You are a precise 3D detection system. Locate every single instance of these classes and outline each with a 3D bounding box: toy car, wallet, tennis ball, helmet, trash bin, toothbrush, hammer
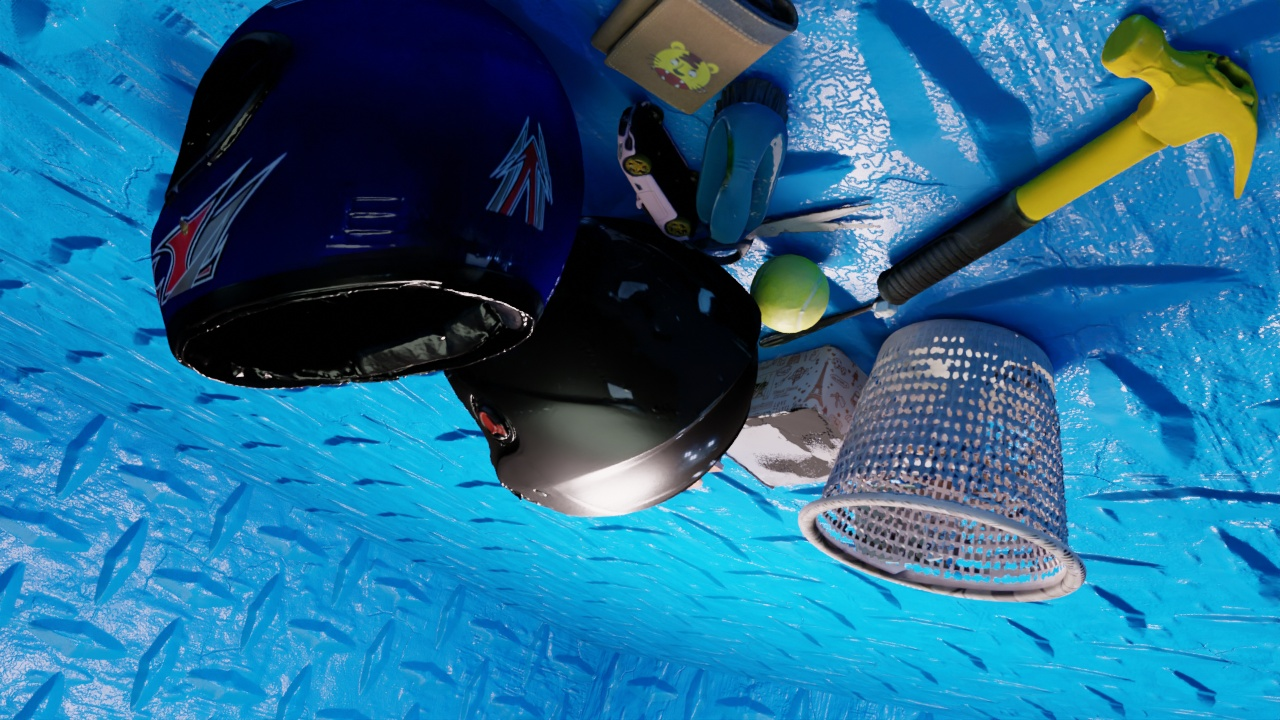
[{"bbox_3d":[0.013,-0.138,0.685,0.037,0.056,0.122,-4,148,27],"label":"toy car"},{"bbox_3d":[0.029,-0.204,0.566,0.090,0.033,0.115,27,158,-21],"label":"wallet"},{"bbox_3d":[0.124,-0.056,0.765,0.065,0.065,0.065,15,156,7],"label":"tennis ball"},{"bbox_3d":[-0.188,-0.122,0.623,0.316,0.240,0.247,-14,162,35],"label":"helmet"},{"bbox_3d":[-0.030,-0.010,0.765,0.274,0.232,0.231,36,146,-4],"label":"helmet"},{"bbox_3d":[0.268,0.080,0.794,0.227,0.191,0.228,15,155,7],"label":"trash bin"},{"bbox_3d":[0.169,-0.032,0.847,0.015,0.018,0.181,27,156,-25],"label":"toothbrush"},{"bbox_3d":[0.259,-0.103,0.611,0.128,0.032,0.302,26,155,-13],"label":"hammer"}]

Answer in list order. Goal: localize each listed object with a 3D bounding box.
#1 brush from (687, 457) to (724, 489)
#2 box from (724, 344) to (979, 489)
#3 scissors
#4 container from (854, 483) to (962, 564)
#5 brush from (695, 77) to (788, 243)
[{"bbox_3d":[0.042,0.136,1.221,0.063,0.073,0.146,31,155,-27],"label":"brush"},{"bbox_3d":[0.218,0.090,0.987,0.260,0.105,0.179,38,149,-25],"label":"box"},{"bbox_3d":[0.105,-0.105,0.745,0.168,0.014,0.156,17,154,-1],"label":"scissors"},{"bbox_3d":[0.323,0.193,1.094,0.090,0.090,0.111,-7,168,43],"label":"container"},{"bbox_3d":[0.068,-0.127,0.645,0.055,0.073,0.144,12,155,2],"label":"brush"}]
